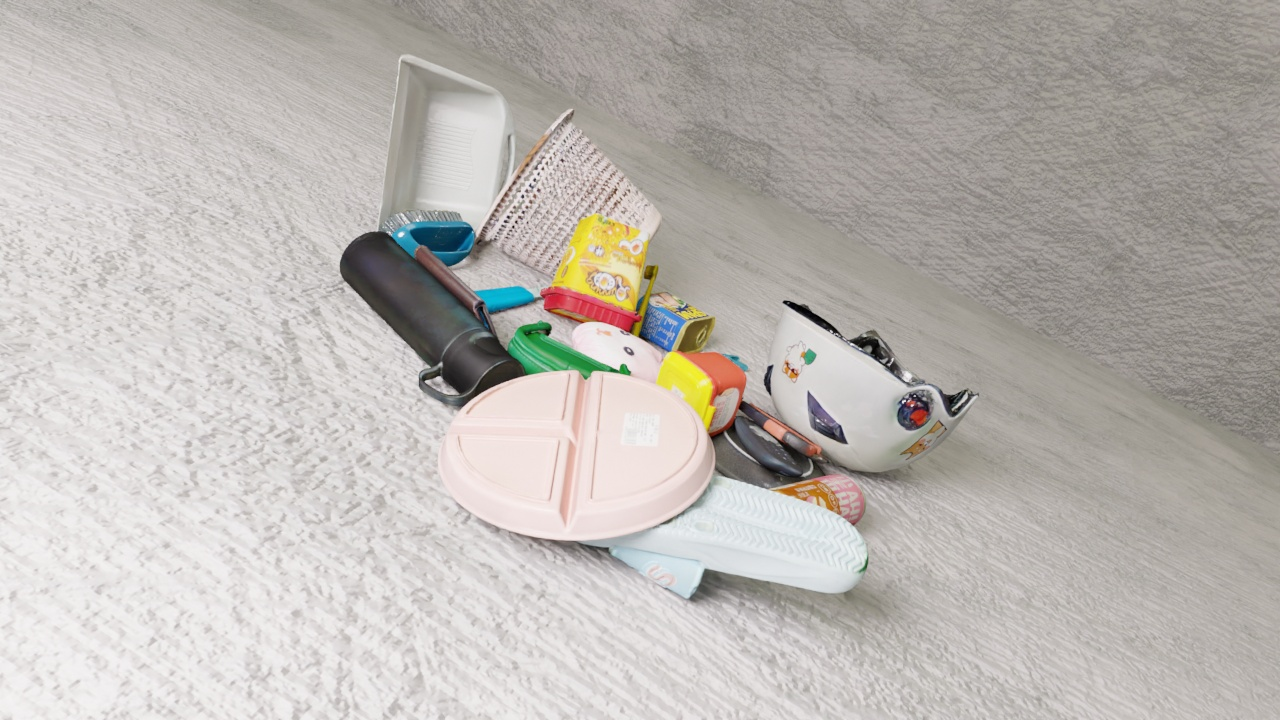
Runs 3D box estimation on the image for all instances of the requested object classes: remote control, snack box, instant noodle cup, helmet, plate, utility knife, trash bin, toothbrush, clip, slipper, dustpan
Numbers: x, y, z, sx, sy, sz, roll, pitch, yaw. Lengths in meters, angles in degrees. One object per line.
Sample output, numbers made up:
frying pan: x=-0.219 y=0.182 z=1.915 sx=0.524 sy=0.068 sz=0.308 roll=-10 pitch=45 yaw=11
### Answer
remote control: x=0.130 y=0.093 z=0.958 sx=0.053 sy=0.024 sz=0.136 roll=27 pitch=9 yaw=-17
snack box: x=0.064 y=0.039 z=0.979 sx=0.080 sy=0.091 sz=0.082 roll=-10 pitch=38 yaw=-40
instant noodle cup: x=-0.050 y=-0.107 z=1.129 sx=0.116 sy=0.123 sz=0.116 roll=18 pitch=-4 yaw=-19
helmet: x=0.251 y=0.046 z=1.097 sx=0.273 sy=0.157 sz=0.230 roll=16 pitch=16 yaw=-42
plate: x=0.137 y=0.102 z=1.025 sx=0.179 sy=0.024 sz=0.179 roll=23 pitch=20 yaw=-9
utility knife: x=-0.158 y=-0.077 z=1.122 sx=0.034 sy=0.018 sz=0.215 roll=41 pitch=23 yaw=13
trash bin: x=-0.087 y=-0.193 z=1.250 sx=0.192 sy=0.228 sz=0.227 roll=36 pitch=19 yaw=-8
toothbrush: x=-0.002 y=-0.064 z=1.178 sx=0.016 sy=0.016 sz=0.189 roll=8 pitch=44 yaw=8
clip: x=0.122 y=0.001 z=1.273 sx=0.055 sy=0.013 sz=0.038 roll=14 pitch=23 yaw=-34
plate: x=-0.052 y=0.066 z=0.760 sx=0.229 sy=0.028 sz=0.229 roll=2 pitch=28 yaw=-1
slipper: x=0.057 y=0.145 z=0.739 sx=0.245 sy=0.074 sz=0.103 roll=11 pitch=27 yaw=9
dustpan: x=-0.241 y=-0.267 z=1.211 sx=0.142 sy=0.223 sz=0.257 roll=10 pitch=13 yaw=-8

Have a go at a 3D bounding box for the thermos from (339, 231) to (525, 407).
thermos: x=-0.216 y=-0.039 z=0.896 sx=0.089 sy=0.069 sz=0.242 roll=-20 pitch=47 yaw=-37

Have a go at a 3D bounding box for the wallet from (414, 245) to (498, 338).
wallet: x=-0.188 y=-0.058 z=0.962 sx=0.122 sy=0.020 sz=0.096 roll=41 pitch=-19 yaw=35

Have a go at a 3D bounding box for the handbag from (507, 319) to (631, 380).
handbag: x=-0.072 y=0.012 z=0.929 sx=0.131 sy=0.068 sz=0.120 roll=25 pitch=22 yaw=-1

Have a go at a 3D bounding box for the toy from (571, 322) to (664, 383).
toy: x=-0.006 y=0.006 z=1.055 sx=0.159 sy=0.054 sz=0.121 roll=26 pitch=20 yaw=-19

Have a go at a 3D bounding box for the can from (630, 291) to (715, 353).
can: x=0.042 y=-0.051 z=1.241 sx=0.083 sy=0.057 sz=0.101 roll=31 pitch=20 yaw=20

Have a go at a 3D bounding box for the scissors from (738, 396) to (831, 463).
scissors: x=0.125 y=0.055 z=1.039 sx=0.204 sy=0.015 sz=0.202 roll=30 pitch=5 yaw=-19

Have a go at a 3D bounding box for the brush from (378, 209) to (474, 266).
brush: x=-0.254 y=-0.148 z=1.132 sx=0.073 sy=0.055 sz=0.143 roll=48 pitch=25 yaw=14

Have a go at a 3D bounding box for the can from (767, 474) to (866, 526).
can: x=0.164 y=0.147 z=0.898 sx=0.058 sy=0.058 sz=0.147 roll=39 pitch=24 yaw=32
